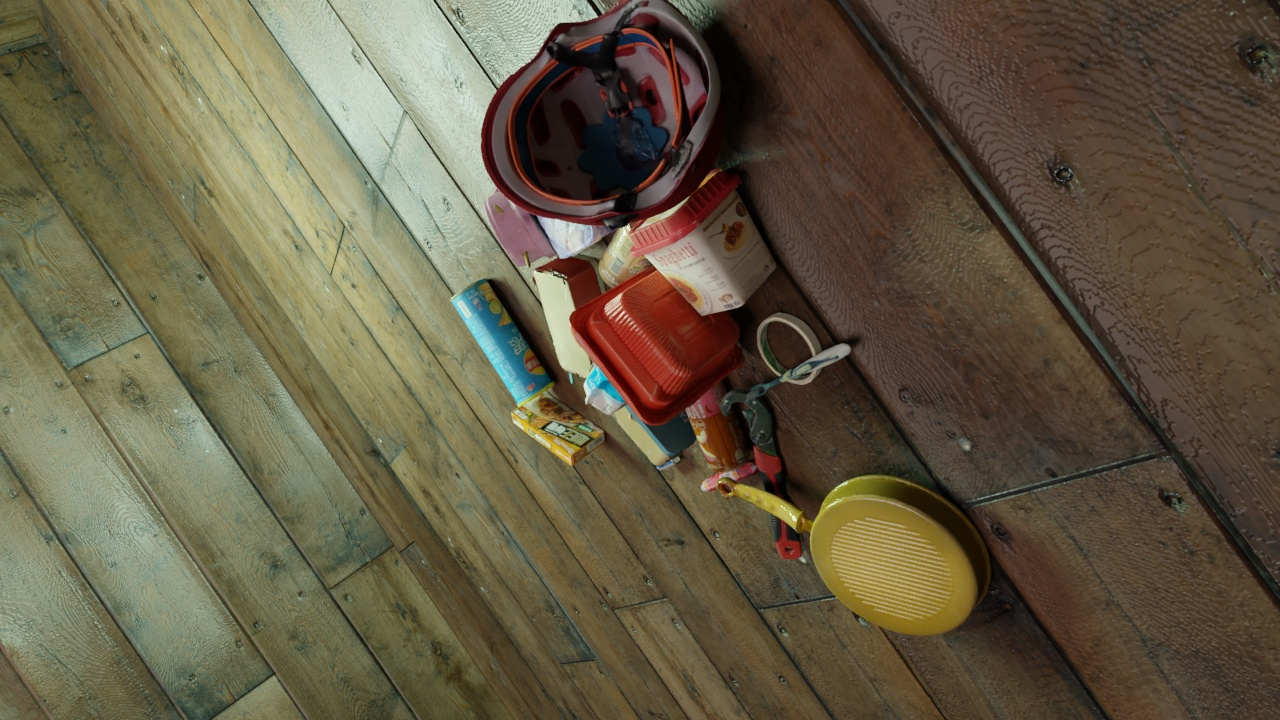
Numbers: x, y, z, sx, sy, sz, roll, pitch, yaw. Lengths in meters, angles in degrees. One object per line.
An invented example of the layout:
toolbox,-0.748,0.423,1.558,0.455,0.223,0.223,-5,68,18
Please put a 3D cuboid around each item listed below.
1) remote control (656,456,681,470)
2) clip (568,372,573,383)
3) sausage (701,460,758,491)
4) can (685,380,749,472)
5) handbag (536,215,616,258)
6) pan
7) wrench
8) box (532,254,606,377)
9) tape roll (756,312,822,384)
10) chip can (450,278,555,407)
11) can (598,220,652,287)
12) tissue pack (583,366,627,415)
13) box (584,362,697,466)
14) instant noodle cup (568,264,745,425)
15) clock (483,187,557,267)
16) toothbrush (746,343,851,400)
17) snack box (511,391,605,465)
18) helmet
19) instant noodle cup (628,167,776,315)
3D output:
remote control,0.011,0.104,1.347,0.125,0.024,0.049,57,149,0
clip,-0.102,0.010,1.420,0.054,0.033,0.013,62,152,22
sausage,0.121,0.158,1.253,0.020,0.020,0.156,55,149,1
can,0.091,0.069,1.173,0.058,0.057,0.147,3,122,53
handbag,-0.101,-0.229,1.144,0.134,0.075,0.194,-13,107,57
pan,0.229,0.201,1.080,0.358,0.078,0.198,9,122,34
wrench,0.164,0.150,1.170,0.056,0.016,0.273,-13,117,17
box,-0.094,-0.059,1.292,0.091,0.075,0.168,18,132,45
tape roll,0.168,-0.013,1.033,0.086,0.013,0.086,35,143,31
chip can,-0.226,-0.029,1.506,0.210,0.071,0.071,57,149,-1
can,-0.008,-0.136,1.116,0.058,0.058,0.117,51,148,9
tissue pack,-0.007,0.007,1.175,0.063,0.139,0.090,52,153,5
box,0.012,0.061,1.247,0.184,0.089,0.060,46,147,11
instant noodle cup,0.033,-0.035,1.039,0.164,0.188,0.079,50,141,6
clock,-0.161,-0.188,1.247,0.117,0.060,0.158,60,-172,-17
toothbrush,0.172,0.015,1.020,0.016,0.018,0.192,56,149,0
snack box,-0.136,0.109,1.505,0.154,0.075,0.026,31,141,35
helmet,-0.025,-0.226,0.922,0.144,0.240,0.207,23,-134,-72
instant noodle cup,0.071,-0.122,0.983,0.124,0.116,0.117,52,151,-17
